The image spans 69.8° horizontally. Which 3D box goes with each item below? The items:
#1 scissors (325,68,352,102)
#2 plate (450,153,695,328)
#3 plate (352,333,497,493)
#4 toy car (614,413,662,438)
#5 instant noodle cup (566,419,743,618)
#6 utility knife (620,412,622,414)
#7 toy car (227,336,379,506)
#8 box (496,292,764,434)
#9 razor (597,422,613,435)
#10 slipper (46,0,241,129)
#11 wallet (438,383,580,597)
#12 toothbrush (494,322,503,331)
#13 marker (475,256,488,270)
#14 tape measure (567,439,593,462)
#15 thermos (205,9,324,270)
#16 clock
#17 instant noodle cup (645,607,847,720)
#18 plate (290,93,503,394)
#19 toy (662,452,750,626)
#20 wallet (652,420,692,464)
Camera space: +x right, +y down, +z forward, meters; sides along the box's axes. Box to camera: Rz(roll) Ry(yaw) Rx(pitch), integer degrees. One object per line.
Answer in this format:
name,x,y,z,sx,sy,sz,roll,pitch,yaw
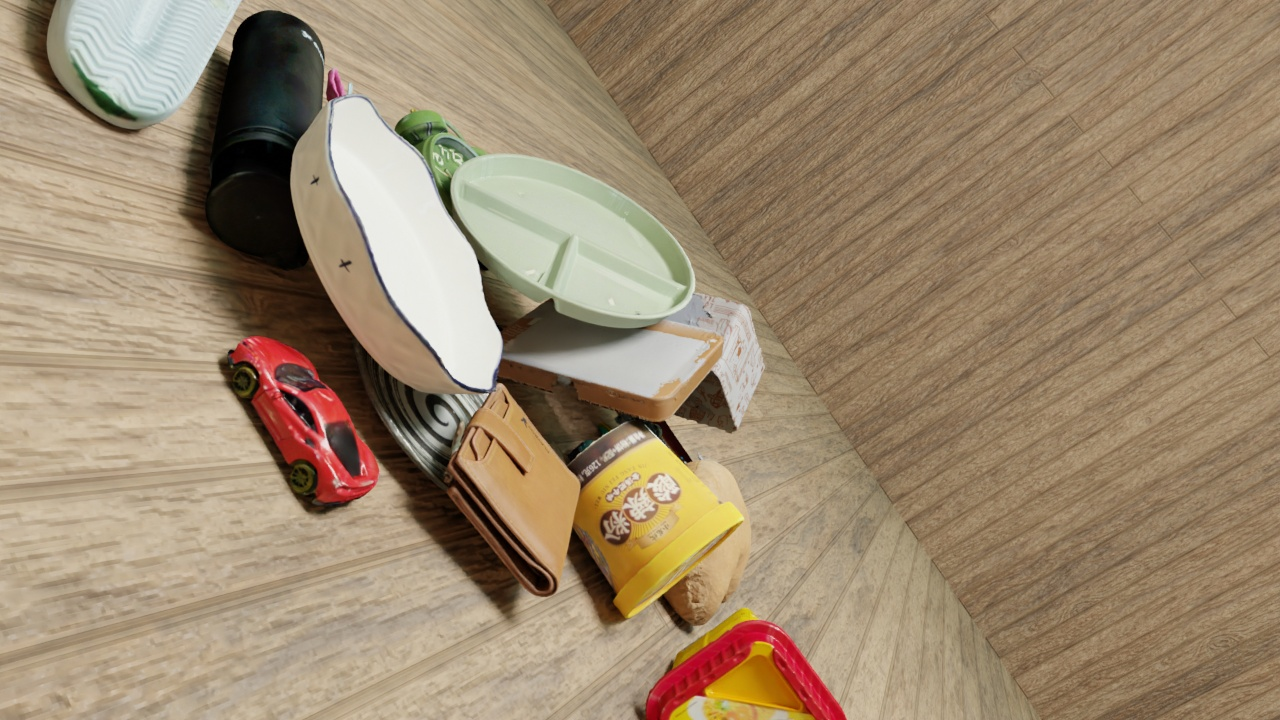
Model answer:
scissors,-0.242,-0.183,0.750,0.133,0.017,0.131,144,-57,-77
plate,-0.059,-0.105,0.802,0.230,0.028,0.229,22,33,-16
plate,-0.137,0.036,0.637,0.179,0.024,0.179,51,15,-19
toy car,0.010,0.106,0.931,0.120,0.037,0.054,67,17,16
instant noodle cup,0.000,0.118,0.716,0.114,0.118,0.118,50,13,15
utility knife,0.009,0.098,0.999,0.208,0.021,0.031,63,21,16
toy car,-0.181,0.029,0.494,0.106,0.031,0.049,54,13,9
box,-0.002,-0.009,0.839,0.179,0.133,0.271,15,4,23
razor,-0.017,0.102,0.873,0.043,0.028,0.132,37,19,-40
slipper,-0.323,-0.238,0.591,0.104,0.074,0.245,41,35,-47
wallet,-0.086,0.077,0.606,0.119,0.035,0.130,58,13,-15
toothbrush,-0.178,-0.072,0.754,0.212,0.026,0.027,43,5,-39
marker,-0.185,-0.125,0.884,0.124,0.015,0.018,43,47,-42
tape measure,-0.038,0.096,0.813,0.058,0.025,0.054,31,27,-56
thermos,-0.256,-0.155,0.642,0.242,0.068,0.090,-109,-172,-46
clock,-0.178,-0.162,0.839,0.116,0.056,0.161,36,36,-50
instant noodle cup,0.074,0.247,0.670,0.116,0.116,0.123,54,2,0
plate,-0.155,-0.067,0.594,0.204,0.045,0.205,-22,89,-83
toy,0.065,0.161,0.872,0.225,0.082,0.143,6,86,-73
wallet,0.024,0.084,1.042,0.122,0.020,0.096,56,3,13
